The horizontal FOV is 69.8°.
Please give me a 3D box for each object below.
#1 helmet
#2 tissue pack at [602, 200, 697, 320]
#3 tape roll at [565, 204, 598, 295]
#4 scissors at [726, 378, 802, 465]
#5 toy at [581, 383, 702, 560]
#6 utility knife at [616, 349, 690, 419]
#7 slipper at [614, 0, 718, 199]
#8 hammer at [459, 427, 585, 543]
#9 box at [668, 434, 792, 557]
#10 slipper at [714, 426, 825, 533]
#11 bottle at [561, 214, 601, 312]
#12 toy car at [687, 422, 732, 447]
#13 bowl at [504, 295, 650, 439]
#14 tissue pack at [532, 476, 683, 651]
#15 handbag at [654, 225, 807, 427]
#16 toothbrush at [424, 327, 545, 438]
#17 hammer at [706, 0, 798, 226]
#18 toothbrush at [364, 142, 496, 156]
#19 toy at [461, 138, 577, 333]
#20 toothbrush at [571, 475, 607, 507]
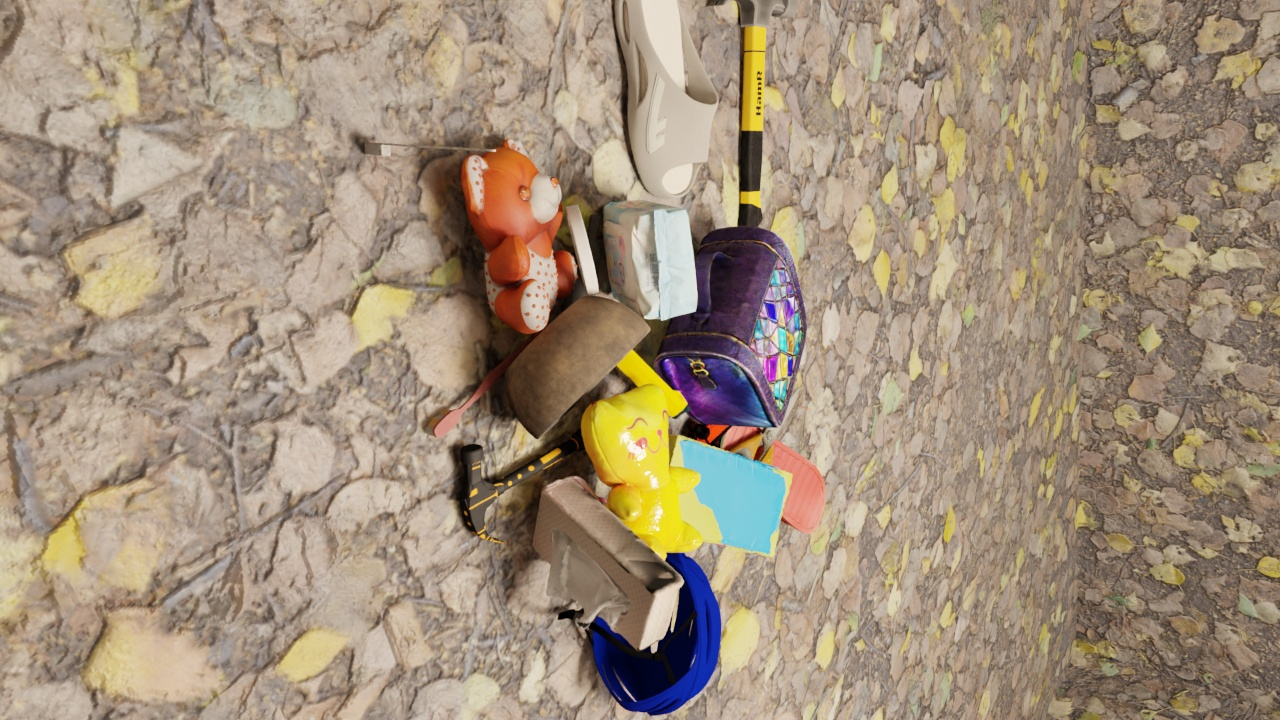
[{"bbox_3d":[-0.006,0.323,1.062,0.227,0.148,0.241,-5,106,-54],"label":"helmet"},{"bbox_3d":[0.003,-0.113,0.989,0.070,0.182,0.112,-11,105,-14],"label":"tissue pack"},{"bbox_3d":[-0.060,-0.113,0.942,0.013,0.093,0.093,-15,115,-4],"label":"tape roll"},{"bbox_3d":[0.164,0.111,1.281,0.134,0.016,0.227,35,71,-30],"label":"scissors"},{"bbox_3d":[-0.002,0.128,1.011,0.134,0.088,0.194,-18,94,-51],"label":"toy"},{"bbox_3d":[-0.006,0.006,1.049,0.030,0.019,0.218,-44,133,1],"label":"utility knife"},{"bbox_3d":[0.041,-0.314,1.048,0.112,0.081,0.266,-33,121,-47],"label":"slipper"},{"bbox_3d":[-0.074,0.097,1.027,0.319,0.036,0.123,-27,123,-44],"label":"hammer"},{"bbox_3d":[0.086,0.171,1.166,0.220,0.082,0.124,20,81,-39],"label":"box"},{"bbox_3d":[0.185,0.166,1.342,0.248,0.059,0.103,41,68,-29],"label":"slipper"},{"bbox_3d":[-0.060,-0.104,1.005,0.030,0.030,0.113,16,84,-51],"label":"bottle"},{"bbox_3d":[0.102,0.077,1.228,0.100,0.049,0.051,-43,141,-11],"label":"toy car"},{"bbox_3d":[-0.071,-0.001,0.926,0.070,0.163,0.161,46,53,0],"label":"bowl"},{"bbox_3d":[-0.046,0.215,0.948,0.071,0.181,0.104,-21,136,-44],"label":"tissue pack"},{"bbox_3d":[0.111,-0.042,1.126,0.222,0.126,0.204,61,41,-43],"label":"handbag"},{"bbox_3d":[-0.152,0.018,0.932,0.183,0.016,0.015,-47,131,-39],"label":"toothbrush"},{"bbox_3d":[0.147,-0.336,1.219,0.169,0.034,0.325,-16,111,-48],"label":"hammer"},{"bbox_3d":[-0.171,-0.166,0.732,0.010,0.182,0.010,-14,111,-44],"label":"toothbrush"},{"bbox_3d":[-0.113,-0.122,0.884,0.163,0.093,0.172,-61,141,-63],"label":"toy"},{"bbox_3d":[-0.055,0.155,1.049,0.135,0.022,0.016,54,50,-62],"label":"toothbrush"}]
